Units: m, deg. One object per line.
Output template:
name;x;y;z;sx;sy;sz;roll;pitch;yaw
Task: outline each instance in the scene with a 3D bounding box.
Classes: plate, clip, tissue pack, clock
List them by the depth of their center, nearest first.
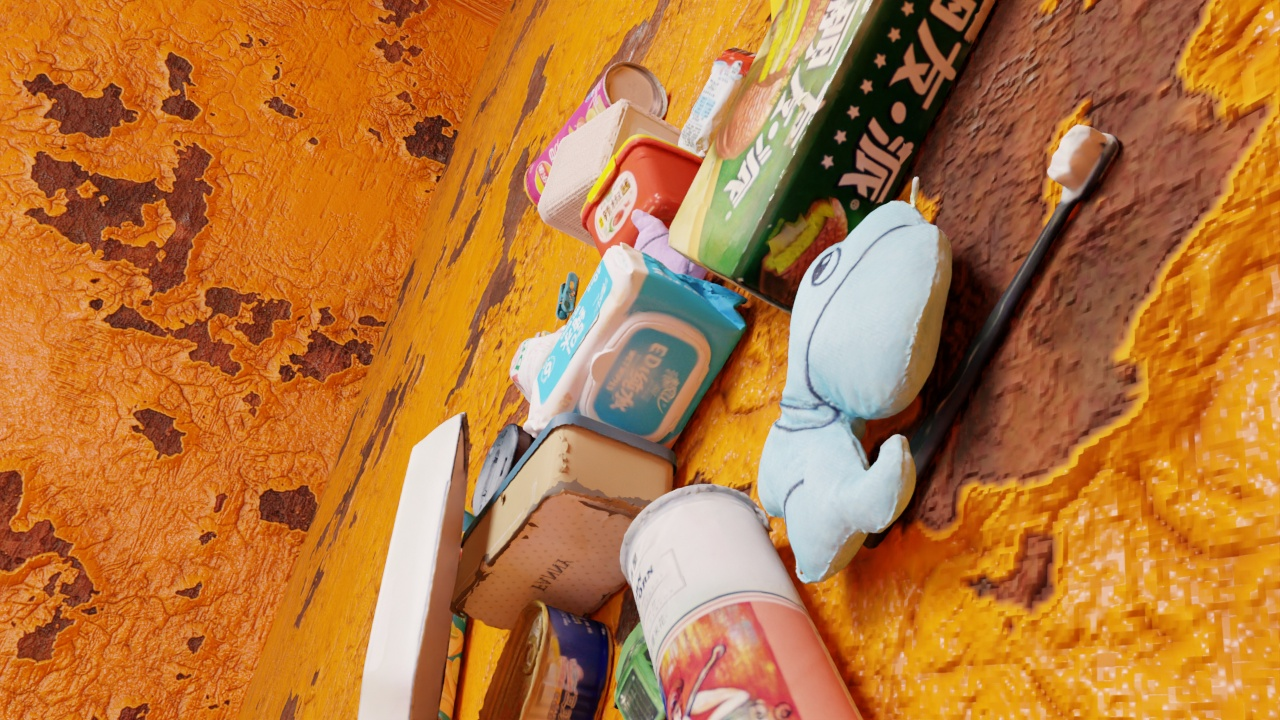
tissue pack;-0.003;0.003;0.565;0.140;0.090;0.063;-59;21;19
plate;-0.142;0.153;0.588;0.162;0.034;0.265;101;172;-46
clock;-0.102;0.100;0.760;0.122;0.055;0.082;-24;47;63
clip;-0.074;-0.065;0.925;0.043;0.014;0.056;-50;27;40

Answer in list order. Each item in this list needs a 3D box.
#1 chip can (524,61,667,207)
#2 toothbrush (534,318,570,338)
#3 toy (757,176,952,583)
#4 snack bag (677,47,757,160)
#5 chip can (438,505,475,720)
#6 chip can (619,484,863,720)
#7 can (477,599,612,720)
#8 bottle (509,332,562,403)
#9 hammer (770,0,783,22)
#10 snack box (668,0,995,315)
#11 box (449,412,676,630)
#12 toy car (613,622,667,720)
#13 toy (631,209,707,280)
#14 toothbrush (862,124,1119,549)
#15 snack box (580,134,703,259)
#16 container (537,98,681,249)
chip can;-0.052;-0.225;0.958;0.211;0.071;0.071;-30;41;58
toothbrush;-0.056;-0.042;0.848;0.190;0.029;0.020;-28;85;58
toy;0.090;0.001;0.386;0.156;0.050;0.161;-62;16;18
snack bag;0.059;-0.195;0.710;0.048;0.026;0.104;35;103;49
chip can;-0.188;0.227;0.815;0.071;0.071;0.209;-52;25;36
chip can;0.045;0.133;0.334;0.071;0.071;0.214;-60;22;17
can;-0.064;0.221;0.543;0.075;0.049;0.148;-14;56;65
bottle;-0.074;0.009;0.778;0.068;0.068;0.197;-68;16;-4
hammer;0.107;-0.273;0.665;0.129;0.033;0.300;-47;28;42
snack box;0.106;-0.147;0.490;0.240;0.063;0.114;-63;21;9
box;-0.048;0.106;0.570;0.185;0.089;0.061;-49;27;38
toy car;0.008;0.161;0.449;0.043;0.036;0.091;-67;16;4
toy;0.015;-0.038;0.617;0.084;0.038;0.108;24;103;29
toothbrush;0.129;-0.005;0.352;0.181;0.018;0.015;-64;24;11
snack box;0.010;-0.105;0.676;0.091;0.082;0.080;-52;38;35
container;-0.018;-0.154;0.776;0.111;0.090;0.089;-14;55;62
